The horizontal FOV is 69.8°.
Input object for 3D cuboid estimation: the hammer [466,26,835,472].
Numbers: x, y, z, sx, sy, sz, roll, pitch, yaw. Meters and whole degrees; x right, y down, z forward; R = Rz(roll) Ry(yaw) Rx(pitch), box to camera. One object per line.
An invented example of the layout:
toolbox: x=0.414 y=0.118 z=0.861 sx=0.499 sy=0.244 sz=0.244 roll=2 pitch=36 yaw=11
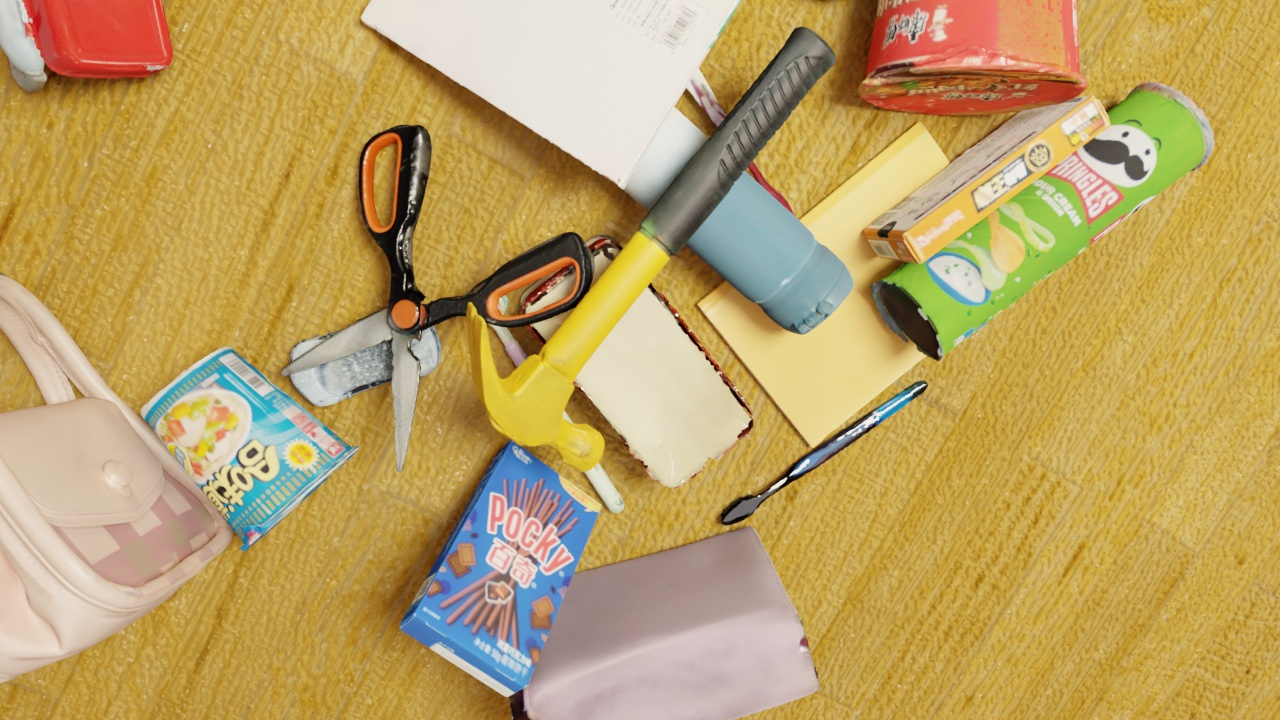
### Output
hammer: x=0.009 y=-0.072 z=0.551 sx=0.128 sy=0.033 sz=0.301 roll=37 pitch=94 yaw=-37

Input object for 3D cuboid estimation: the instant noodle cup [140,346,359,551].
instant noodle cup: x=-0.261 y=0.052 z=0.606 sx=0.099 sy=0.099 sz=0.110 roll=-41 pitch=96 yaw=3

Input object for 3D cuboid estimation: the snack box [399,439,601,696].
snack box: x=-0.088 y=0.134 z=0.616 sx=0.084 sy=0.156 sz=0.026 roll=38 pitch=131 yaw=-12

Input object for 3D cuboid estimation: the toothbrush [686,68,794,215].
toothbrush: x=0.052 y=-0.169 z=0.631 sx=0.016 sy=0.017 sz=0.187 roll=-36 pitch=102 yaw=5

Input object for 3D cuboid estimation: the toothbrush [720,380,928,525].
toothbrush: x=0.139 y=0.069 z=0.698 sx=0.189 sy=0.016 sz=0.014 roll=-34 pitch=95 yaw=-1

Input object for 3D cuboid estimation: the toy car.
toy car: x=-0.190 y=-0.001 z=0.630 sx=0.105 sy=0.031 sz=0.049 roll=-18 pitch=102 yaw=-1

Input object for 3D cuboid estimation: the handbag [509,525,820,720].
handbag: x=0.011 y=0.203 z=0.643 sx=0.197 sy=0.145 sz=0.098 roll=-15 pitch=101 yaw=-3

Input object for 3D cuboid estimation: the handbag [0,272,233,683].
handbag: x=-0.358 y=0.052 z=0.550 sx=0.093 sy=0.193 sz=0.234 roll=-26 pitch=95 yaw=-3

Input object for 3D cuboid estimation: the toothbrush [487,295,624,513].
toothbrush: x=-0.061 y=0.034 z=0.660 sx=0.020 sy=0.029 sz=0.189 roll=-16 pitch=111 yaw=40

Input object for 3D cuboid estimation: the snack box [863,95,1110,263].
snack box: x=0.230 y=-0.122 z=0.621 sx=0.154 sy=0.075 sz=0.026 roll=-36 pitch=103 yaw=0

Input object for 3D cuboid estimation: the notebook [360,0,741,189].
notebook: x=-0.055 y=-0.222 z=0.562 sx=0.209 sy=0.012 sz=0.150 roll=35 pitch=97 yaw=12

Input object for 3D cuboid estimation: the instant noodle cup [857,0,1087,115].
instant noodle cup: x=0.213 y=-0.223 z=0.583 sx=0.138 sy=0.138 sz=0.108 roll=2 pitch=94 yaw=-8

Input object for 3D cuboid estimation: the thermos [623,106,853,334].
thermos: x=0.048 y=-0.103 z=0.612 sx=0.220 sy=0.070 sz=0.070 roll=40 pitch=95 yaw=-10

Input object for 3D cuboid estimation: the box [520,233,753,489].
box: x=-0.003 y=0.003 z=0.630 sx=0.091 sy=0.077 sz=0.168 roll=-38 pitch=104 yaw=3

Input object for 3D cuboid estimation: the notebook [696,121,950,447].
notebook: x=0.164 y=-0.052 z=0.673 sx=0.206 sy=0.010 sz=0.146 roll=-40 pitch=104 yaw=3

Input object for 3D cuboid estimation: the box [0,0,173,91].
box: x=-0.361 y=-0.265 z=0.538 sx=0.100 sy=0.095 sz=0.201 roll=0 pitch=105 yaw=32

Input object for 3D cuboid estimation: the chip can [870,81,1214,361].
chip can: x=0.275 y=-0.095 z=0.636 sx=0.236 sy=0.072 sz=0.072 roll=-36 pitch=104 yaw=-2

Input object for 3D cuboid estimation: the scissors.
scissors: x=-0.136 y=-0.044 z=0.597 sx=0.221 sy=0.021 sz=0.233 roll=-4 pitch=86 yaw=13
